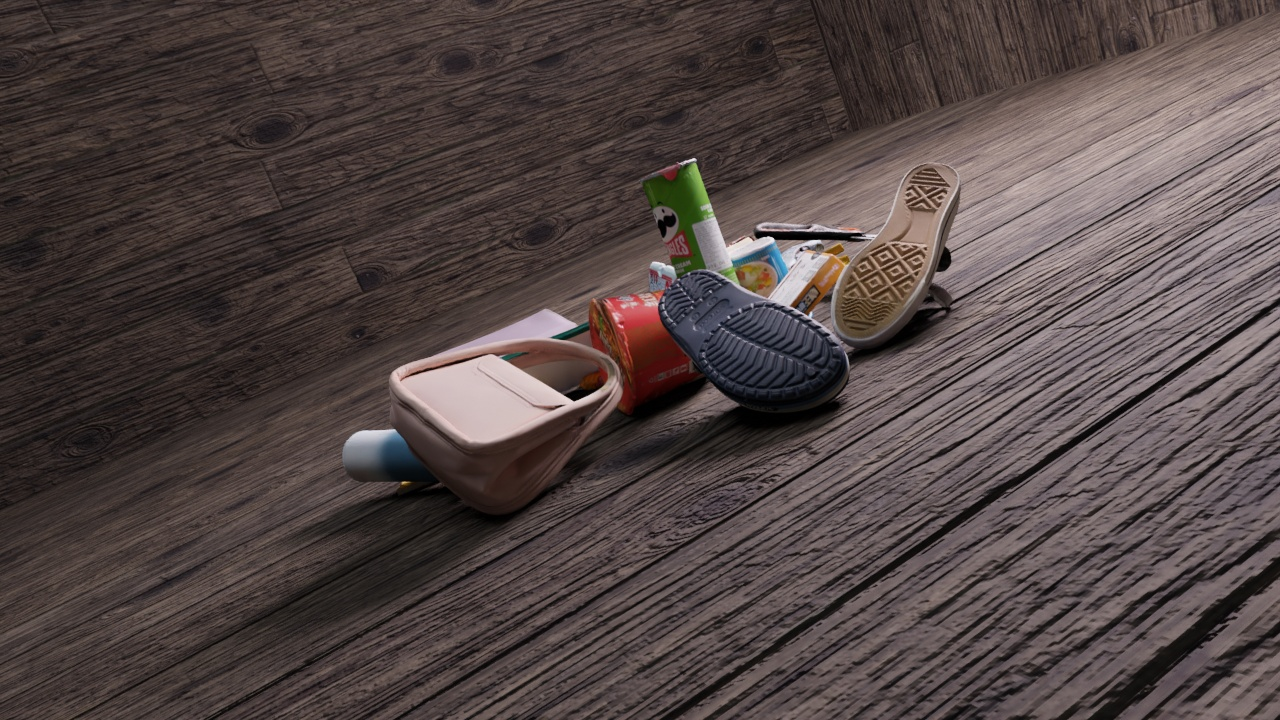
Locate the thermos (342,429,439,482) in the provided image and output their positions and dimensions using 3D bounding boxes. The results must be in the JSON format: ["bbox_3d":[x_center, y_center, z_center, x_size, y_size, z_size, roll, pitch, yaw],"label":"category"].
[{"bbox_3d":[-0.256,0.107,1.060,0.221,0.070,0.070,-7,19,39],"label":"thermos"}]

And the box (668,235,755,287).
[{"bbox_3d":[0.118,-0.104,1.272,0.167,0.091,0.078,-33,-7,-39],"label":"box"}]

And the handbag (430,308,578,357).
[{"bbox_3d":[-0.187,0.008,1.334,0.196,0.098,0.145,-25,17,-20],"label":"handbag"}]

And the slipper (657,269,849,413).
[{"bbox_3d":[0.104,-0.009,0.906,0.105,0.095,0.253,-46,40,-4],"label":"slipper"}]

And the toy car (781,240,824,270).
[{"bbox_3d":[0.206,-0.134,1.235,0.049,0.031,0.105,-17,20,50],"label":"toy car"}]

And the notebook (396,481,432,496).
[{"bbox_3d":[-0.220,0.107,1.176,0.146,0.010,0.206,-21,12,6],"label":"notebook"}]

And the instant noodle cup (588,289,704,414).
[{"bbox_3d":[0.014,-0.017,1.049,0.108,0.138,0.138,-16,10,-16],"label":"instant noodle cup"}]

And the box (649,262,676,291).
[{"bbox_3d":[0.057,-0.107,1.399,0.095,0.100,0.201,-24,13,-6],"label":"box"}]

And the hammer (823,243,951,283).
[{"bbox_3d":[0.273,-0.114,1.152,0.128,0.033,0.301,-36,14,-19],"label":"hammer"}]

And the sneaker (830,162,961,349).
[{"bbox_3d":[0.279,-0.099,0.977,0.118,0.088,0.240,17,64,31],"label":"sneaker"}]

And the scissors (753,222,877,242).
[{"bbox_3d":[0.255,-0.163,1.172,0.221,0.022,0.233,1,11,-2],"label":"scissors"}]

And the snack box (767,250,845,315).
[{"bbox_3d":[0.158,-0.054,1.015,0.154,0.026,0.075,-51,15,1],"label":"snack box"}]

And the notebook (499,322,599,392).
[{"bbox_3d":[-0.068,-0.009,1.178,0.209,0.012,0.150,-22,-24,14],"label":"notebook"}]

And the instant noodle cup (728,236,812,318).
[{"bbox_3d":[0.150,-0.090,1.145,0.099,0.110,0.099,-22,12,5],"label":"instant noodle cup"}]

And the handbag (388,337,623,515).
[{"bbox_3d":[-0.123,0.041,0.951,0.233,0.093,0.193,-30,41,-33],"label":"handbag"}]

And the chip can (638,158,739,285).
[{"bbox_3d":[0.073,-0.116,1.088,0.072,0.236,0.072,-21,7,2],"label":"chip can"}]

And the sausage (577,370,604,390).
[{"bbox_3d":[-0.007,0.007,1.207,0.165,0.021,0.021,-20,13,9],"label":"sausage"}]
